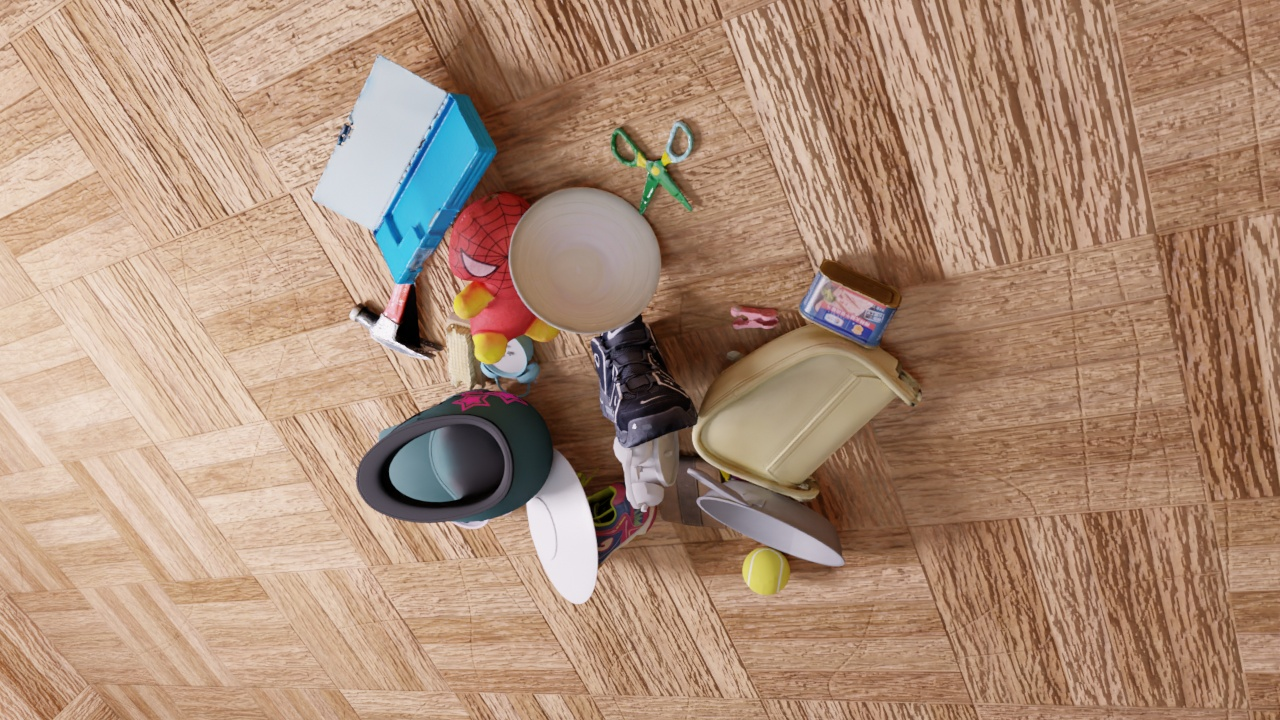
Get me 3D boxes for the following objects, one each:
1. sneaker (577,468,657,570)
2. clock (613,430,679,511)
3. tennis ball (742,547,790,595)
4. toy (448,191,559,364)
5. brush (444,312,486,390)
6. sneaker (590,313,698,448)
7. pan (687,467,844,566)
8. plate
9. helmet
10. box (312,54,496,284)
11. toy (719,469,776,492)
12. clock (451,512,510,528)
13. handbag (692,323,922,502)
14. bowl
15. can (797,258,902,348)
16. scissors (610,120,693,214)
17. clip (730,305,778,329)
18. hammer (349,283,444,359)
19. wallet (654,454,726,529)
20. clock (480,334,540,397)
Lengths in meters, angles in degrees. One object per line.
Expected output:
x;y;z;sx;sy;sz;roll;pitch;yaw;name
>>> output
-0.084;0.240;1.342;0.091;0.116;0.243;24;133;-34;sneaker
0.011;0.122;1.176;0.061;0.158;0.120;-4;120;16;clock
0.175;0.292;1.273;0.065;0.065;0.065;12;126;17;tennis ball
-0.170;-0.108;1.127;0.099;0.147;0.217;33;139;41;toy
-0.245;-0.009;1.279;0.049;0.039;0.117;16;126;16;brush
-0.006;0.006;1.084;0.097;0.252;0.151;-18;101;-7;sneaker
0.137;0.177;1.116;0.201;0.050;0.356;15;161;32;pan
-0.128;0.237;1.308;0.229;0.030;0.230;27;122;55;plate
-0.254;0.136;1.265;0.275;0.200;0.176;-12;92;8;helmet
-0.277;-0.225;1.095;0.171;0.070;0.244;44;129;0;box
0.148;0.139;1.194;0.095;0.041;0.094;5;131;19;toy
-0.251;0.198;1.411;0.158;0.058;0.117;-25;109;35;clock
0.186;0.052;1.075;0.191;0.088;0.233;39;115;-10;handbag
-0.067;-0.110;1.076;0.176;0.176;0.058;36;164;-2;bowl
0.232;-0.064;1.011;0.100;0.053;0.059;26;127;6;can
0.022;-0.219;1.029;0.125;0.011;0.130;47;129;-9;scissors
0.134;-0.046;1.089;0.060;0.023;0.044;21;133;13;clip
-0.294;-0.133;1.221;0.140;0.036;0.327;33;129;3;hammer
0.070;0.180;1.271;0.099;0.026;0.121;4;124;21;wallet
-0.181;0.002;1.254;0.087;0.041;0.123;9;126;19;clock
